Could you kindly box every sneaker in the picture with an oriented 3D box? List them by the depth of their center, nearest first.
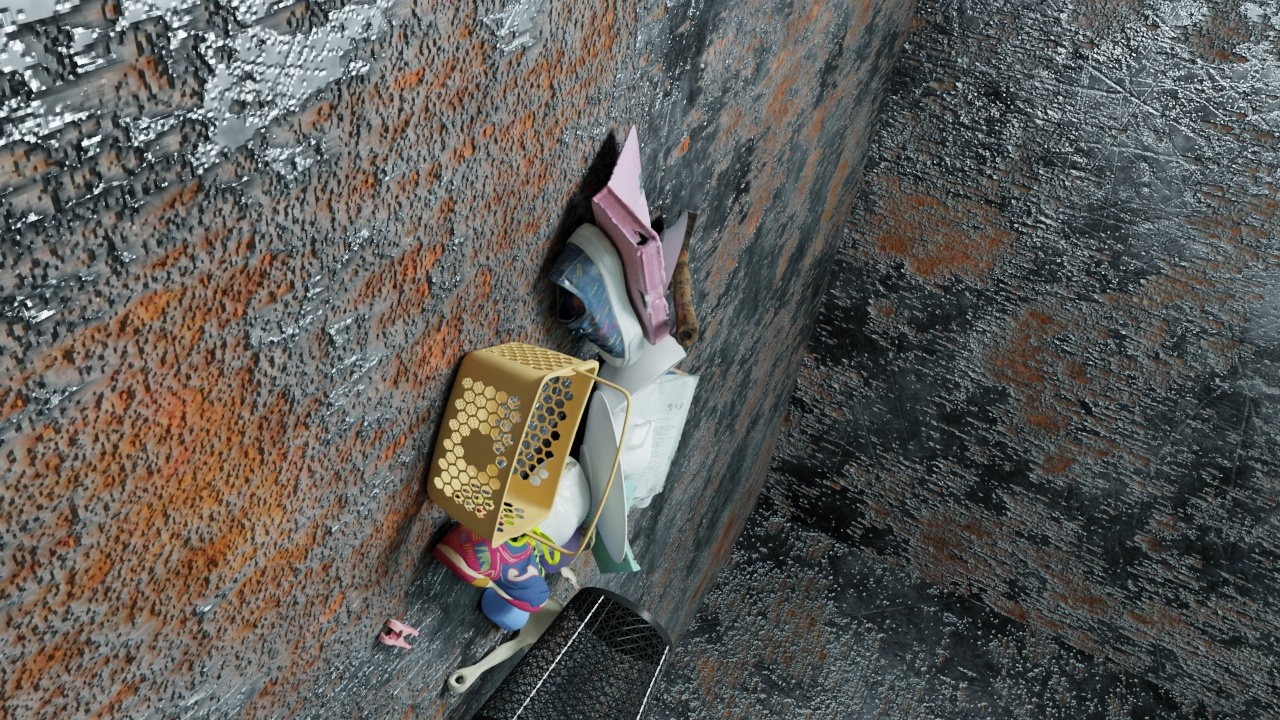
[{"bbox_3d":[-0.058,-0.057,1.049,0.079,0.087,0.236,-41,151,-16],"label":"sneaker"},{"bbox_3d":[-0.145,0.228,1.057,0.091,0.116,0.242,-54,155,-12],"label":"sneaker"}]

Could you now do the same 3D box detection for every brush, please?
[{"bbox_3d":[-0.187,0.406,1.295,0.271,0.062,0.077,-14,121,-66],"label":"brush"}]

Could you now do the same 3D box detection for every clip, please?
[{"bbox_3d":[-0.257,0.293,0.959,0.041,0.023,0.059,-56,156,-21],"label":"clip"}]

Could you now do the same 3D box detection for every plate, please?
[{"bbox_3d":[-0.058,0.155,1.218,0.229,0.030,0.229,173,-89,-77],"label":"plate"},{"bbox_3d":[0.023,-0.122,1.226,0.173,0.019,0.173,-163,-88,-82],"label":"plate"}]

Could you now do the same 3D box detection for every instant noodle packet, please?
[{"bbox_3d":[0.001,0.130,1.460,0.146,0.057,0.270,-10,131,-28],"label":"instant noodle packet"}]

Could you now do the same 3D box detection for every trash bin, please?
[{"bbox_3d":[-0.082,0.462,1.269,0.242,0.217,0.217,-54,159,-35],"label":"trash bin"}]

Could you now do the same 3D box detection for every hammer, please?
[{"bbox_3d":[0.056,-0.103,1.205,0.329,0.033,0.120,-89,-168,-67],"label":"hammer"}]

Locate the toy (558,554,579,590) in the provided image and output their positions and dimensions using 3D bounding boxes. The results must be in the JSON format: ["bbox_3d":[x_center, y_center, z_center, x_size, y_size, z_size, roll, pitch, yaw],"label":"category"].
[{"bbox_3d":[-0.113,0.278,1.344,0.087,0.050,0.112,40,52,-74],"label":"toy"}]

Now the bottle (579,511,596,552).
[{"bbox_3d":[-0.082,0.231,1.342,0.109,0.042,0.043,-83,-175,-57],"label":"bottle"}]

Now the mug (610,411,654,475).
[{"bbox_3d":[-0.020,0.121,1.333,0.124,0.090,0.076,-30,-146,52],"label":"mug"}]

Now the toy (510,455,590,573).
[{"bbox_3d":[-0.117,0.213,1.195,0.137,0.085,0.210,-58,167,-26],"label":"toy"}]

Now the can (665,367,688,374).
[{"bbox_3d":[0.036,0.033,1.488,0.054,0.059,0.099,-69,165,6],"label":"can"}]

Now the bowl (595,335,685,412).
[{"bbox_3d":[-0.007,0.007,1.255,0.132,0.064,0.132,-38,177,-3],"label":"bowl"}]

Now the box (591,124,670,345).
[{"bbox_3d":[-0.013,-0.132,1.053,0.233,0.075,0.172,78,3,-65],"label":"box"}]

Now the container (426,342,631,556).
[{"bbox_3d":[-0.104,0.087,0.904,0.129,0.167,0.183,-22,133,-68],"label":"container"}]

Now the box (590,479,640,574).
[{"bbox_3d":[-0.047,0.253,1.377,0.187,0.056,0.138,141,-46,-67],"label":"box"}]

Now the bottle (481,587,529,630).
[{"bbox_3d":[-0.175,0.337,1.232,0.048,0.048,0.131,-61,163,-21],"label":"bottle"}]
